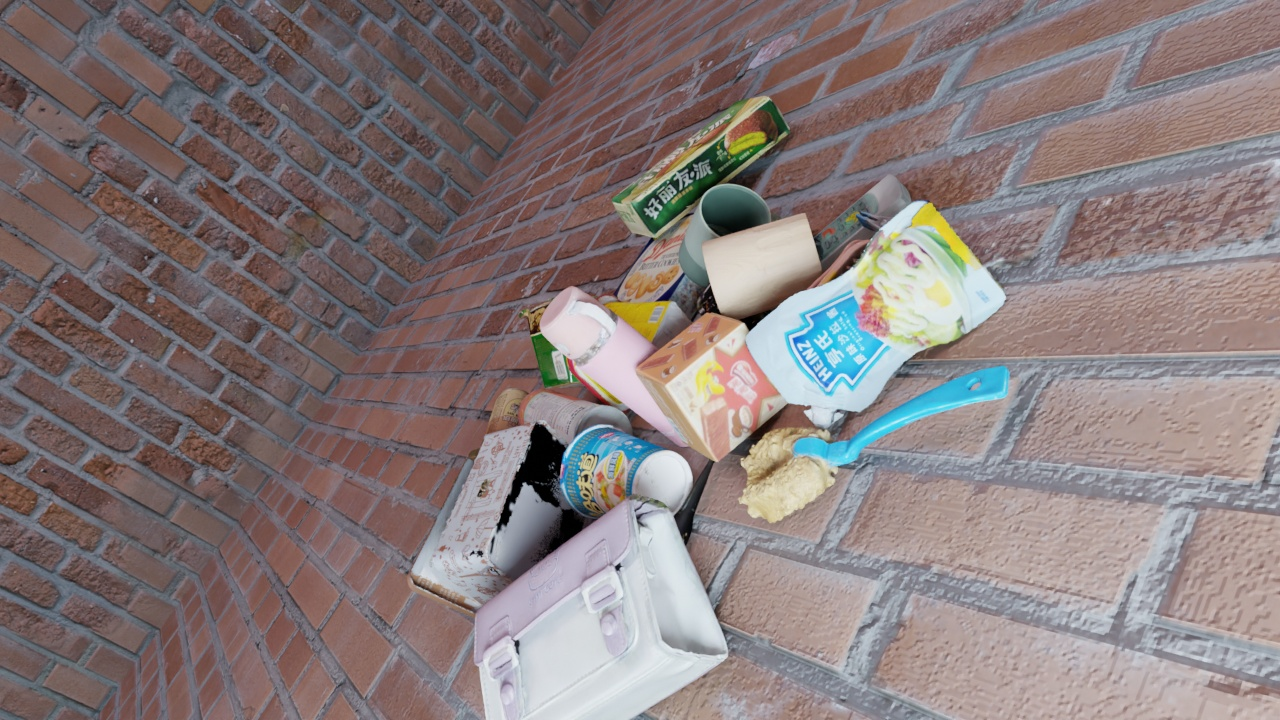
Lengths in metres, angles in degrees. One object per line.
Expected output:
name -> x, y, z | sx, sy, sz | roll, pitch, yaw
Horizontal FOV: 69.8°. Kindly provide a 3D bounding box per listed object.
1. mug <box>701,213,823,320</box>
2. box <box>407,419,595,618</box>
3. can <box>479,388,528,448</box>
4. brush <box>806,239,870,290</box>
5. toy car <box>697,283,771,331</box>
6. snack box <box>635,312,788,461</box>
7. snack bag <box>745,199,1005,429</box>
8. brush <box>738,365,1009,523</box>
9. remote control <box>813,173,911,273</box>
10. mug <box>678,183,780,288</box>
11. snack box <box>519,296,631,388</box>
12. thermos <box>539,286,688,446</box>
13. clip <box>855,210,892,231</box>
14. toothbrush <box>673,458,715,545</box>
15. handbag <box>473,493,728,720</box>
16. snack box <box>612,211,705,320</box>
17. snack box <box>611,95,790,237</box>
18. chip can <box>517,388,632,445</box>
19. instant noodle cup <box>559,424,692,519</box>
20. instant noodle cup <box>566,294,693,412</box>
mug -> 0.122, -0.099, 0.909 | 0.104, 0.084, 0.124 | -16, 24, 11
box -> -0.147, 0.179, 0.983 | 0.158, 0.148, 0.181 | -14, 40, 33
can -> -0.186, 0.097, 1.287 | 0.059, 0.058, 0.116 | -37, 27, 31
brush -> 0.174, -0.049, 0.823 | 0.145, 0.063, 0.073 | -52, 33, -4
toy car -> 0.104, -0.047, 0.979 | 0.071, 0.041, 0.155 | -44, 29, 16
snack box -> 0.067, 0.023, 0.852 | 0.094, 0.093, 0.077 | -38, 20, -11
snack bag -> 0.184, -0.032, 0.741 | 0.191, 0.110, 0.038 | -40, -5, 21
brush -> 0.164, 0.059, 0.690 | 0.255, 0.046, 0.083 | -34, 26, 47
remote control -> 0.213, -0.132, 0.933 | 0.135, 0.019, 0.056 | -41, 25, 24
mug -> 0.106, -0.140, 1.056 | 0.107, 0.111, 0.082 | 115, 141, -60
snack box -> -0.075, -0.019, 1.145 | 0.118, 0.117, 0.105 | -15, 78, 59
thermos -> -0.005, 0.005, 0.905 | 0.087, 0.198, 0.067 | -7, 47, 57
clip -> 0.232, -0.130, 0.872 | 0.056, 0.024, 0.027 | 30, 84, 44
toothbrush -> 0.031, 0.157, 0.829 | 0.027, 0.026, 0.212 | -1, 52, 44
handbag -> -0.045, 0.218, 0.742 | 0.197, 0.098, 0.144 | -40, 47, 24
snack box -> 0.040, -0.113, 1.197 | 0.182, 0.046, 0.178 | -58, 23, -15
snack box -> 0.080, -0.264, 1.256 | 0.240, 0.063, 0.114 | -39, 19, -4
chip can -> -0.085, 0.078, 1.109 | 0.071, 0.071, 0.215 | -56, 23, -11
instant noodle cup -> -0.009, 0.117, 0.893 | 0.110, 0.099, 0.099 | 6, 59, 54
instant noodle cup -> -0.001, -0.012, 1.050 | 0.124, 0.116, 0.115 | -7, 49, 44
